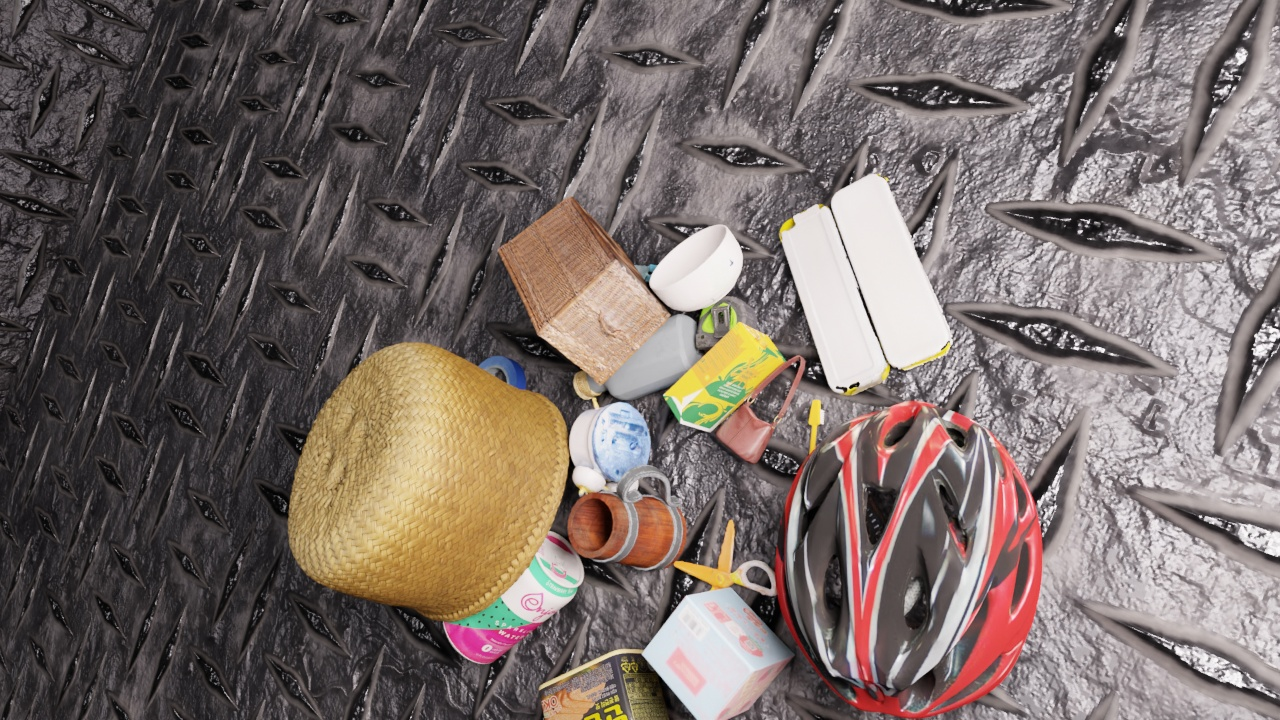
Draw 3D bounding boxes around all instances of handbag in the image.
[{"bbox_3d":[0.131,0.045,0.945,0.055,0.029,0.120,39,97,36],"label":"handbag"}]

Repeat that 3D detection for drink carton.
[{"bbox_3d":[0.090,0.017,0.960,0.123,0.058,0.041,-44,54,20],"label":"drink carton"}]

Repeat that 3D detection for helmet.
[{"bbox_3d":[0.218,0.154,0.771,0.218,0.167,0.271,0,64,31],"label":"helmet"}]

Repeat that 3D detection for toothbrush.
[{"bbox_3d":[0.162,0.134,0.890,0.031,0.030,0.196,-7,70,48],"label":"toothbrush"}]

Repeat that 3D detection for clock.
[{"bbox_3d":[-0.036,0.107,1.015,0.052,0.088,0.125,-8,70,42],"label":"clock"}]

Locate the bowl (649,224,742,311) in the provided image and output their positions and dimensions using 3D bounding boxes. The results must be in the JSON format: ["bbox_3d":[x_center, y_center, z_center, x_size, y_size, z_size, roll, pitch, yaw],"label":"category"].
[{"bbox_3d":[0.066,-0.095,0.999,0.105,0.054,0.104,-35,22,16],"label":"bowl"}]

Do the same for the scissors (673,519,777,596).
[{"bbox_3d":[0.085,0.225,0.935,0.129,0.011,0.125,5,82,37],"label":"scissors"}]

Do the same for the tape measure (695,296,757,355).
[{"bbox_3d":[0.091,-0.040,0.990,0.066,0.035,0.058,-10,70,37],"label":"tape measure"}]

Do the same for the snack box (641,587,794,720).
[{"bbox_3d":[0.074,0.278,0.867,0.093,0.094,0.080,43,107,29],"label":"snack box"}]

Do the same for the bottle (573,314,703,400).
[{"bbox_3d":[-0.006,0.006,1.047,0.162,0.046,0.072,-21,64,32],"label":"bottle"}]

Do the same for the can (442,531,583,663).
[{"bbox_3d":[-0.147,0.272,1.055,0.166,0.088,0.088,-42,55,21],"label":"can"}]

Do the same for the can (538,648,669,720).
[{"bbox_3d":[-0.037,0.370,0.952,0.131,0.072,0.101,-33,56,27],"label":"can"}]

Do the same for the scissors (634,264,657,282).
[{"bbox_3d":[0.008,-0.105,1.091,0.137,0.015,0.056,15,89,38],"label":"scissors"}]

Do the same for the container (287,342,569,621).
[{"bbox_3d":[-0.253,0.131,1.042,0.308,0.196,0.306,-27,49,35],"label":"container"}]

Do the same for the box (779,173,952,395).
[{"bbox_3d":[0.219,-0.077,0.912,0.127,0.023,0.209,-29,60,30],"label":"box"}]

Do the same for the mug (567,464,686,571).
[{"bbox_3d":[-0.005,0.163,0.959,0.081,0.111,0.117,43,104,38],"label":"mug"}]

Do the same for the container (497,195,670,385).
[{"bbox_3d":[-0.066,-0.085,1.043,0.113,0.114,0.198,-41,41,7],"label":"container"}]

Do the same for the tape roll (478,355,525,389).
[{"bbox_3d":[-0.190,0.040,1.202,0.093,0.016,0.091,7,81,39],"label":"tape roll"}]
